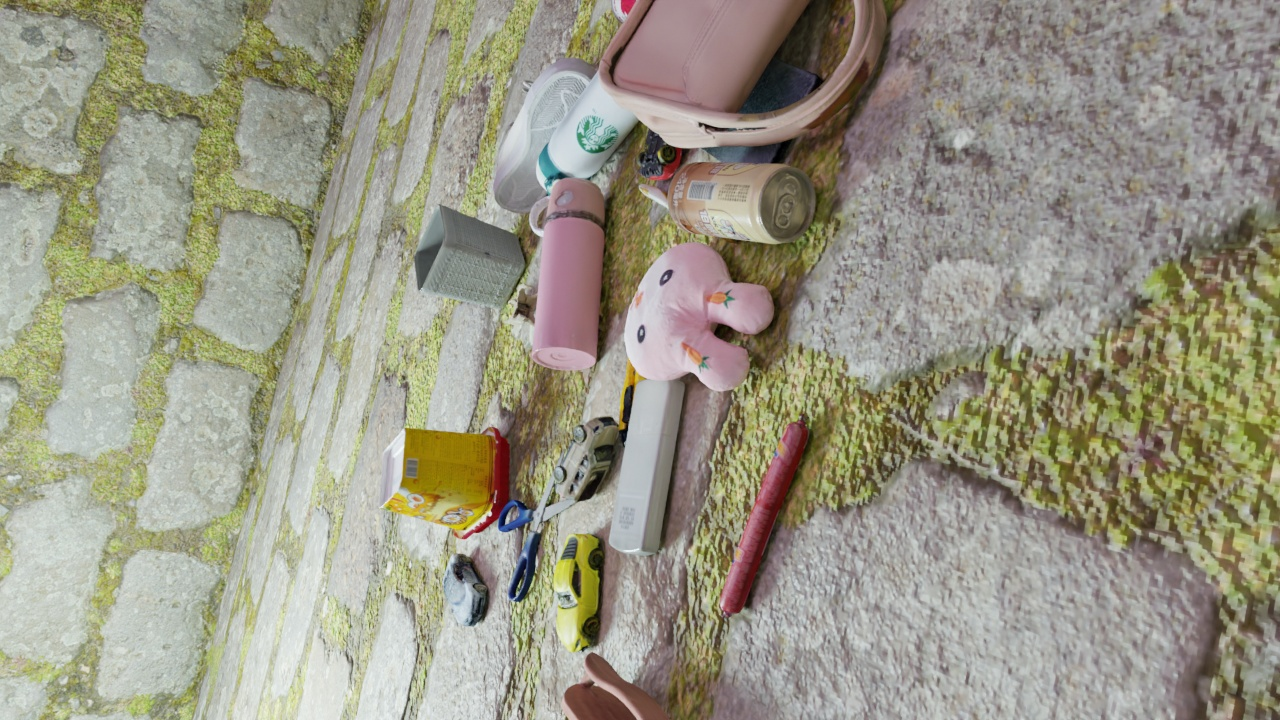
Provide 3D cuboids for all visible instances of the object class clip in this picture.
[{"bbox_3d":[-0.133,-0.074,1.086,0.104,0.034,0.084,-143,68,-67],"label":"clip"}]

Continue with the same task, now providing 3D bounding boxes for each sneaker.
[{"bbox_3d":[-0.111,-0.281,1.096,0.243,0.089,0.090,-46,35,50],"label":"sneaker"}]

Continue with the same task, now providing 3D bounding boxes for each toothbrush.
[{"bbox_3d":[0.040,-0.139,0.831,0.018,0.016,0.191,-58,32,8],"label":"toothbrush"}]

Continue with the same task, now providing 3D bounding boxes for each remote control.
[{"bbox_3d":[0.006,0.089,0.776,0.058,0.021,0.150,-7,71,59],"label":"remote control"}]

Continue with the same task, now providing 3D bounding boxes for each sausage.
[{"bbox_3d":[0.085,0.109,0.634,0.020,0.020,0.156,33,105,60],"label":"sausage"}]

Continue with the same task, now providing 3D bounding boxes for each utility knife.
[{"bbox_3d":[-0.005,0.005,0.840,0.033,0.015,0.153,-19,60,53],"label":"utility knife"}]

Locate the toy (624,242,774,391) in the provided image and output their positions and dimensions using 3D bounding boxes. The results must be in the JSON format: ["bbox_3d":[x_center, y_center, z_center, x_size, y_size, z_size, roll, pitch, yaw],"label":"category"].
[{"bbox_3d":[0.043,-0.035,0.743,0.159,0.054,0.121,24,92,54],"label":"toy"}]

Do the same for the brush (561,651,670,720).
[{"bbox_3d":[-0.015,0.277,0.685,0.146,0.063,0.073,24,101,62],"label":"brush"}]

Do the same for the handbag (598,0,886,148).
[{"bbox_3d":[0.090,-0.254,0.723,0.234,0.093,0.193,38,100,47],"label":"handbag"}]

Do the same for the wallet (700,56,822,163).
[{"bbox_3d":[0.096,-0.204,0.763,0.097,0.019,0.121,-63,33,19],"label":"wallet"}]

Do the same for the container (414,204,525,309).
[{"bbox_3d":[-0.216,-0.127,1.167,0.090,0.114,0.090,-57,34,29],"label":"container"}]

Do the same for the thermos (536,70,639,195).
[{"bbox_3d":[-0.040,-0.256,0.971,0.225,0.073,0.073,-41,43,46],"label":"thermos"}]

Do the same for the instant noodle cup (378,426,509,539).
[{"bbox_3d":[-0.227,0.135,1.055,0.116,0.123,0.115,-40,44,46],"label":"instant noodle cup"}]

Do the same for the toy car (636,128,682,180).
[{"bbox_3d":[0.028,-0.224,0.874,0.049,0.031,0.106,8,85,60],"label":"toy car"}]

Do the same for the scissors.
[{"bbox_3d":[-0.111,0.170,0.953,0.175,0.012,0.162,-5,71,58],"label":"scissors"}]

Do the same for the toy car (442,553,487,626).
[{"bbox_3d":[-0.205,0.262,1.052,0.105,0.031,0.049,36,109,58],"label":"toy car"}]

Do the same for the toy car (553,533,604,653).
[{"bbox_3d":[-0.059,0.207,0.824,0.048,0.032,0.105,-26,57,53],"label":"toy car"}]

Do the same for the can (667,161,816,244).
[{"bbox_3d":[0.075,-0.123,0.707,0.116,0.058,0.058,19,93,54],"label":"can"}]

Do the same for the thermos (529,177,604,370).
[{"bbox_3d":[-0.081,-0.091,0.955,0.087,0.067,0.198,-7,68,21],"label":"thermos"}]

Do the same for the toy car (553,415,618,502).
[{"bbox_3d":[-0.047,0.090,0.848,0.035,0.042,0.091,43,122,32],"label":"toy car"}]

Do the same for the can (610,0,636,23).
[{"bbox_3d":[0.019,-0.372,0.936,0.133,0.053,0.053,28,101,60],"label":"can"}]
